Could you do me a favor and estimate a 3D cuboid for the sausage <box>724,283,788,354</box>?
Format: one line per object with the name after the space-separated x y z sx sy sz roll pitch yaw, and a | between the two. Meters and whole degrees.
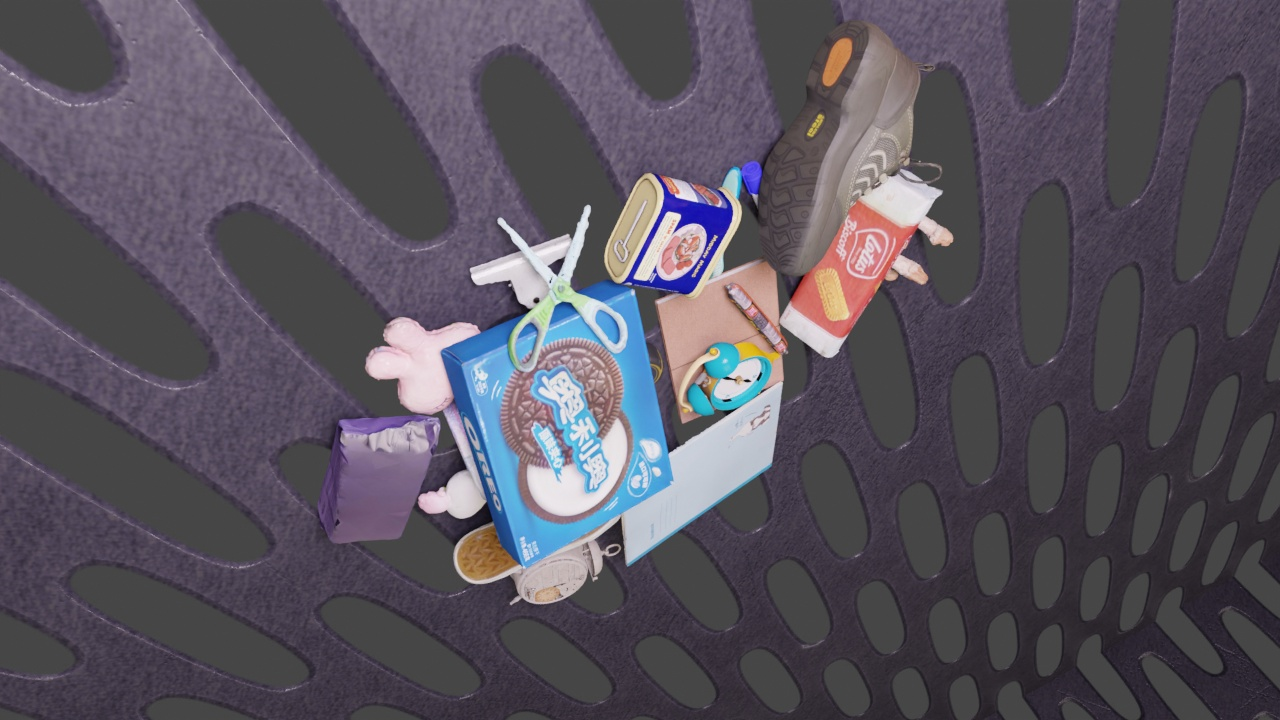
0.134 -0.046 1.037 0.020 0.020 0.155 -38 137 10 | sausage

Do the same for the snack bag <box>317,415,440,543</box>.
-0.271 0.125 0.944 0.096 0.058 0.206 -1 144 -27 | snack bag

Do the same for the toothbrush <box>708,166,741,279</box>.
0.085 -0.137 0.937 0.017 0.022 0.135 -33 147 -34 | toothbrush

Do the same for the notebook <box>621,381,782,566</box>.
0.079 0.145 1.163 0.252 0.009 0.181 -31 145 -23 | notebook

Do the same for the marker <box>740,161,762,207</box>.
0.134 -0.149 0.952 0.020 0.020 0.141 -32 138 3 | marker

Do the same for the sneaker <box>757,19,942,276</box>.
0.207 -0.192 0.886 0.142 0.101 0.238 6 115 -33 | sneaker

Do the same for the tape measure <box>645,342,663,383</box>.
-0.006 0.006 1.017 0.061 0.034 0.062 -9 144 -16 | tape measure

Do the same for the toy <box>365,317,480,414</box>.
-0.210 0.001 0.887 0.105 0.053 0.108 26 113 -36 | toy

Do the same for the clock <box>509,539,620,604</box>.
-0.099 0.271 1.206 0.156 0.061 0.104 -13 136 -15 | clock

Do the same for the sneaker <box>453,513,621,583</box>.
-0.114 0.201 1.123 0.235 0.087 0.079 -28 171 -7 | sneaker

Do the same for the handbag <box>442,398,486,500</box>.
-0.123 0.064 0.989 0.158 0.069 0.126 -22 121 -10 | handbag

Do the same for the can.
0.029 -0.121 0.895 0.092 0.056 0.116 7 127 -32 | can

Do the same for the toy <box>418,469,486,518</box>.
-0.194 0.150 1.054 0.122 0.038 0.079 -10 147 -21 | toy

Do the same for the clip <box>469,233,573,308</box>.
-0.106 -0.078 0.878 0.101 0.045 0.056 -21 125 -8 | clip

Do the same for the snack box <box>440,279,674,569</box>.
-0.075 0.063 0.926 0.195 0.056 0.239 -26 118 -27 | snack box

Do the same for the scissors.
-0.072 -0.065 0.855 0.172 0.023 0.171 25 80 -21 | scissors

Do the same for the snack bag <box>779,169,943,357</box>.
0.231 -0.107 0.994 0.041 0.077 0.226 -35 157 -46 | snack bag

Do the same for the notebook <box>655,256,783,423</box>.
0.098 -0.020 1.068 0.141 0.008 0.209 -22 138 -8 | notebook

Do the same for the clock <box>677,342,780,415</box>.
0.101 0.020 1.071 0.129 0.043 0.099 -5 134 -34 | clock

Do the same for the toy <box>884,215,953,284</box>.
0.287 -0.146 1.009 0.085 0.074 0.106 -47 118 -15 | toy
